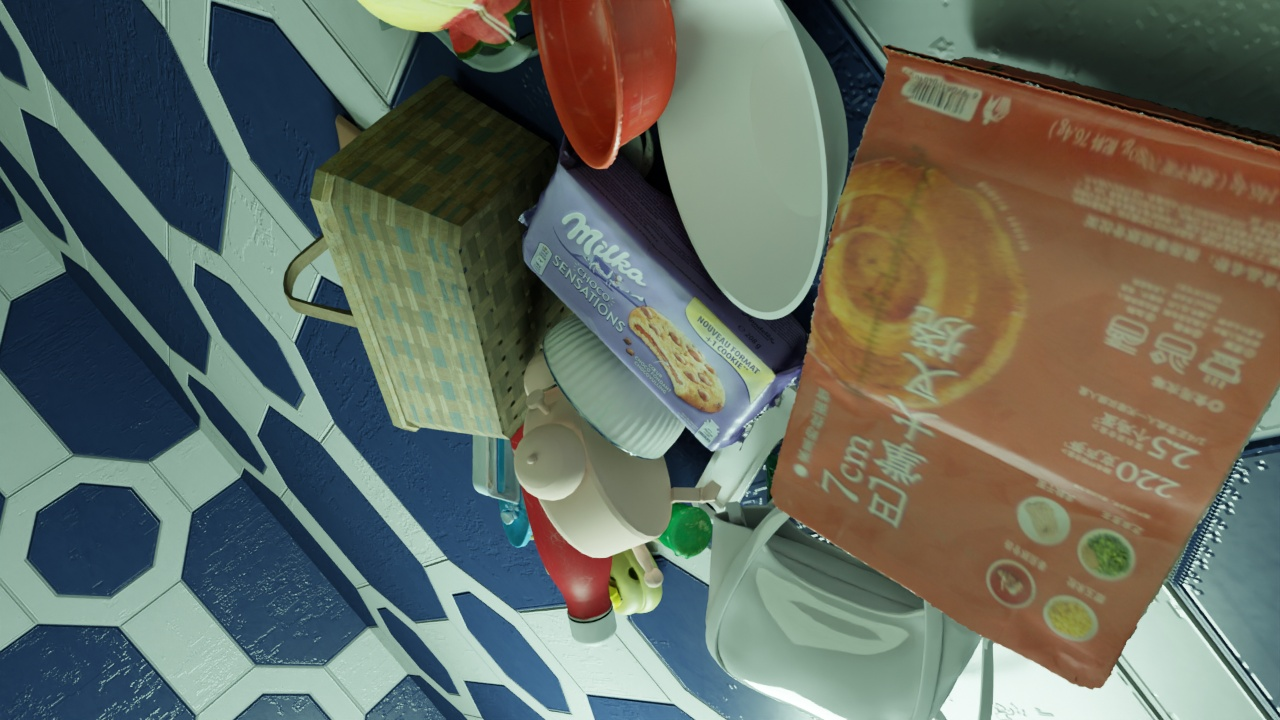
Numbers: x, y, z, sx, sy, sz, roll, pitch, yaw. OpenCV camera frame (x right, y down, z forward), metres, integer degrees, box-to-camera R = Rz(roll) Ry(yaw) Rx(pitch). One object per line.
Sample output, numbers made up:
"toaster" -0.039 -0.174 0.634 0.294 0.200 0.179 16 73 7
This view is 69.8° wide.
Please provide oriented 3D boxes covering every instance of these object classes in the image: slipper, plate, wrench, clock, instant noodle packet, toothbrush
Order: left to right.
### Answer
"slipper" -0.054 0.182 0.904 0.190 0.081 0.092 56 146 -7
"clock" -0.022 0.070 0.671 0.086 0.130 0.160 -31 126 25
"wrench" 0.086 0.065 0.654 0.087 0.018 0.274 39 149 14
"plate" 0.058 -0.108 0.440 0.174 0.036 0.174 163 90 -74
"toothbrush" 0.100 0.129 0.688 0.016 0.017 0.190 25 148 26
"instant noodle packet" 0.145 0.007 0.361 0.164 0.083 0.221 28 117 30

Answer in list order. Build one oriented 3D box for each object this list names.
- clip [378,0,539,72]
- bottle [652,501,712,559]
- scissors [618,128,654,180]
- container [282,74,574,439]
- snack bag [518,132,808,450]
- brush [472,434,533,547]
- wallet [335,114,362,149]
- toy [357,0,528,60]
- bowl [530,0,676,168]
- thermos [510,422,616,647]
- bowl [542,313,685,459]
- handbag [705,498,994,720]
"clip" -0.120 -0.218 0.591 0.163 0.027 0.106 32 144 28
"bottle" 0.016 0.136 0.784 0.111 0.043 0.043 6 130 61
"scissors" -0.013 -0.095 0.600 0.150 0.019 0.131 2 127 52
"container" -0.161 -0.072 0.687 0.186 0.157 0.250 20 140 21
"snack bag" 0.011 -0.045 0.554 0.205 0.058 0.097 46 144 10
"brush" -0.119 0.109 0.857 0.055 0.075 0.136 8 100 48
"wallet" -0.224 -0.153 0.809 0.121 0.013 0.088 37 145 19
"toy" -0.130 -0.263 0.487 0.134 0.092 0.207 -30 78 42
"bowl" -0.016 -0.168 0.471 0.131 0.045 0.130 163 90 -74
"thermos" -0.062 0.151 0.827 0.073 0.073 0.240 10 117 47
"bowl" -0.004 0.004 0.634 0.062 0.118 0.118 -43 88 19
"handbag" 0.149 0.160 0.630 0.216 0.095 0.223 20 131 19
